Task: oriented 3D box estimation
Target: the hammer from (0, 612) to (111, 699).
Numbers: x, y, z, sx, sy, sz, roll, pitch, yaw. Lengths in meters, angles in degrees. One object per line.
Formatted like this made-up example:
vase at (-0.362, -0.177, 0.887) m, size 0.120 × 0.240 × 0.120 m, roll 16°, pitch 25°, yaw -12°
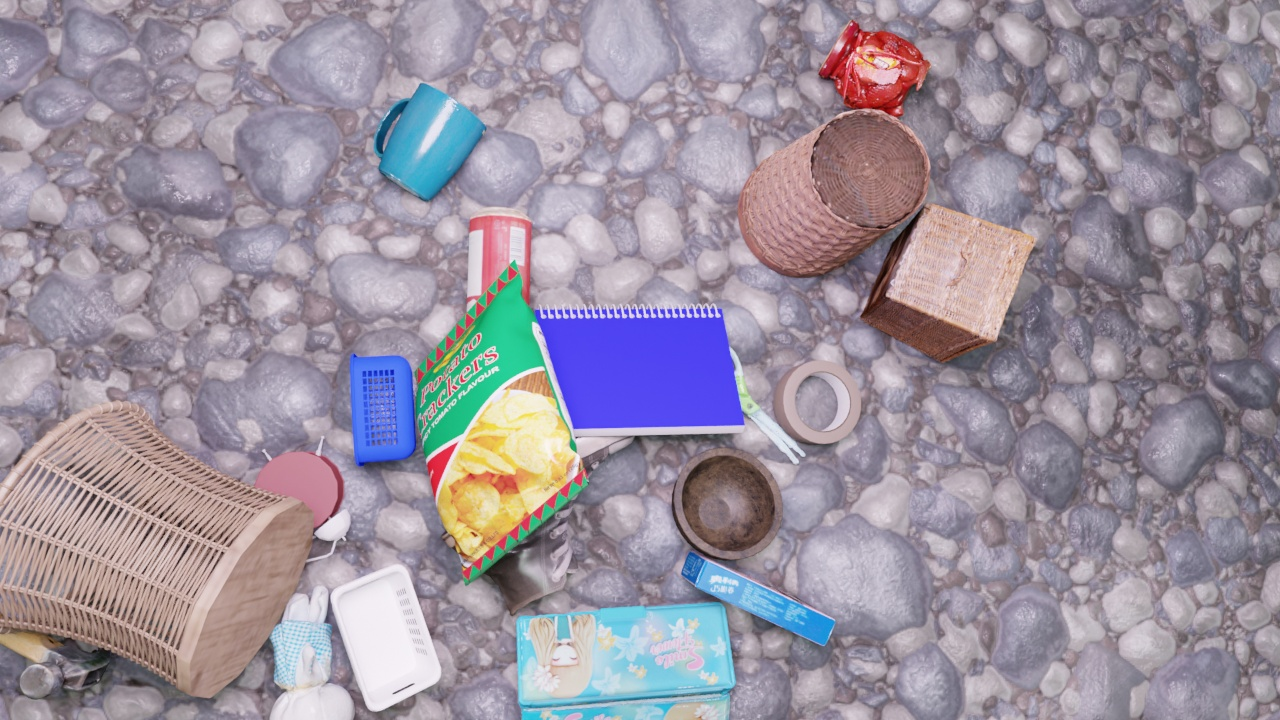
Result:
hammer at (-0.667, 0.234, 0.888) m, size 0.330 × 0.132 × 0.033 m, roll 24°, pitch 83°, yaw 6°

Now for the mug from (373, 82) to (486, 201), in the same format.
mug at (-0.239, -0.236, 0.990) m, size 0.112 × 0.084 × 0.104 m, roll 30°, pitch 88°, yaw 25°

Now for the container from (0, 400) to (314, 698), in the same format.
container at (-0.438, 0.178, 0.836) m, size 0.196 × 0.227 × 0.226 m, roll 23°, pitch 83°, yaw 4°

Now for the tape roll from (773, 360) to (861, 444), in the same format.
tape roll at (0.199, 0.048, 1.034) m, size 0.093 × 0.030 × 0.093 m, roll 2°, pitch 83°, yaw -13°

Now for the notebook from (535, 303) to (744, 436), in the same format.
notebook at (-0.006, 0.006, 0.978) m, size 0.209 × 0.022 × 0.171 m, roll -1°, pitch 51°, yaw -7°

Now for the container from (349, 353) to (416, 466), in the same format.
container at (-0.265, 0.050, 0.950) m, size 0.058 × 0.096 × 0.114 m, roll -3°, pitch 86°, yaw -12°

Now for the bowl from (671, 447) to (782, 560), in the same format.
bowl at (0.088, 0.161, 1.000) m, size 0.121 × 0.056 × 0.121 m, roll 5°, pitch 67°, yaw -12°

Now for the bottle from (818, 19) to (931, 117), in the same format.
bottle at (0.267, -0.329, 1.046) m, size 0.111 × 0.099 × 0.099 m, roll 32°, pitch 82°, yaw 1°

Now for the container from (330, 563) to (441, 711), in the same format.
container at (-0.266, 0.283, 0.942) m, size 0.080 × 0.050 × 0.129 m, roll -18°, pitch 88°, yaw -35°

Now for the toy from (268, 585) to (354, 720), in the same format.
toy at (-0.341, 0.335, 0.934) m, size 0.105 × 0.131 × 0.205 m, roll 28°, pitch 54°, yaw -46°

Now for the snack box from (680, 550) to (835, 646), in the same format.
snack box at (0.124, 0.253, 0.985) m, size 0.154 × 0.088 × 0.033 m, roll 26°, pitch 82°, yaw -4°

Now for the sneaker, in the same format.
sneaker at (-0.080, 0.156, 0.967) m, size 0.234 × 0.095 × 0.120 m, roll -38°, pitch 93°, yaw -11°

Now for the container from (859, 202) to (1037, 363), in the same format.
container at (0.319, -0.079, 0.981) m, size 0.113 × 0.198 × 0.113 m, roll 24°, pitch 85°, yaw 7°

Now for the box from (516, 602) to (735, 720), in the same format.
box at (-0.015, 0.352, 0.973) m, size 0.227 × 0.074 × 0.180 m, roll -2°, pitch 85°, yaw -8°

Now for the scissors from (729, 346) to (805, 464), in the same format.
scissors at (0.121, 0.056, 1.039) m, size 0.072 × 0.033 × 0.175 m, roll -44°, pitch 88°, yaw -12°

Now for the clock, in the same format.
clock at (-0.352, 0.147, 0.956) m, size 0.087 × 0.044 × 0.124 m, roll -13°, pitch 87°, yaw -8°

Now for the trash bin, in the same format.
trash bin at (0.199, -0.178, 0.967) m, size 0.151 × 0.210 × 0.151 m, roll 1°, pitch 84°, yaw -7°

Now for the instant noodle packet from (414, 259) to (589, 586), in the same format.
instant noodle packet at (-0.145, 0.058, 0.887) m, size 0.090 × 0.196 × 0.252 m, roll 12°, pitch 46°, yaw -44°

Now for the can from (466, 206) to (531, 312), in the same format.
can at (-0.152, -0.076, 0.987) m, size 0.067 × 0.067 × 0.170 m, roll 1°, pitch 86°, yaw -7°
